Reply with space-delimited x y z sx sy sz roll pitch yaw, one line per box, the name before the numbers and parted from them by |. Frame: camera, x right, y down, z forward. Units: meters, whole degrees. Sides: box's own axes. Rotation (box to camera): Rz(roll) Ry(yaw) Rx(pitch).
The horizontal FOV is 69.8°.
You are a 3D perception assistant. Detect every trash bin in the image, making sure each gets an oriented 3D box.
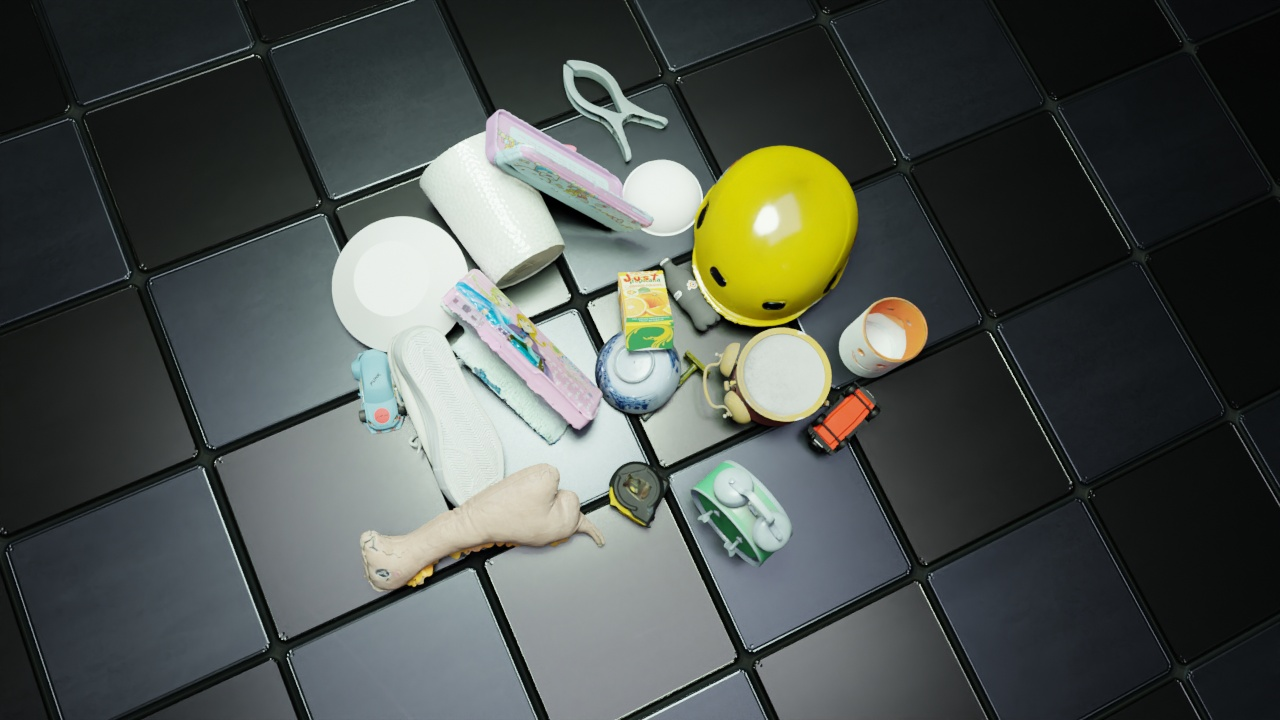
trash bin | -0.181 -0.186 1.163 0.133 0.133 0.161 -31 86 -11

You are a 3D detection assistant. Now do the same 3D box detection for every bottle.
bottle | 0.062 -0.089 1.204 0.036 0.036 0.110 -34 82 -11

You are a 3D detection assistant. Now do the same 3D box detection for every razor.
razor | 0.040 0.038 1.182 0.042 0.026 0.105 44 81 3

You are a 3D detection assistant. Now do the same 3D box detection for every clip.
clip | -0.051 -0.343 1.258 0.162 0.027 0.090 35 78 4

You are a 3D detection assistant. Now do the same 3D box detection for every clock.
clock | 0.157 0.027 1.163 0.159 0.081 0.117 -6 78 -5
clock | 0.120 0.181 1.083 0.075 0.162 0.122 -39 84 -13

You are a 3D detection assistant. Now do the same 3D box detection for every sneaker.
sneaker | -0.241 0.071 1.122 0.089 0.091 0.242 -27 104 -30

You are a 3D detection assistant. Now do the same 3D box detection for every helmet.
helmet | 0.178 -0.172 1.166 0.209 0.140 0.239 27 67 1

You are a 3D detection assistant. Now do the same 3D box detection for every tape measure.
tape measure | -0.004 0.162 1.140 0.072 0.042 0.071 27 80 4

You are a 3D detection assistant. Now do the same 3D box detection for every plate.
plate | -0.303 -0.098 1.138 0.174 0.036 0.174 0 84 2

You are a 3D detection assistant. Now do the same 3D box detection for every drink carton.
drink carton | 0.005 -0.066 1.162 0.058 0.041 0.122 -3 39 -5

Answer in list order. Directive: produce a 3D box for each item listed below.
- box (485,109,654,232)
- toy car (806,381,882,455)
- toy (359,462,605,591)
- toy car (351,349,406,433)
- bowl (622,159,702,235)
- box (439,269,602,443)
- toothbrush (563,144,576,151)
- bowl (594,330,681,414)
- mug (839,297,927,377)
box | -0.091 -0.224 1.138 0.214 0.140 0.062 23 108 -38
toy car | 0.258 0.077 1.177 0.100 0.049 0.051 -41 83 -12
toy | -0.191 0.220 1.093 0.264 0.065 0.196 -32 123 5
toy car | -0.328 0.035 1.146 0.060 0.027 0.107 -10 78 -7
bowl | 0.032 -0.226 1.230 0.110 0.041 0.109 1 77 -5
box | -0.158 0.003 1.130 0.091 0.084 0.230 -41 100 21
toothbrush | -0.154 -0.279 1.241 0.135 0.016 0.021 -7 76 -9
bowl | -0.007 0.007 1.159 0.114 0.045 0.114 -2 75 8
mug | 0.309 -0.027 1.176 0.082 0.105 0.082 1 77 -5
